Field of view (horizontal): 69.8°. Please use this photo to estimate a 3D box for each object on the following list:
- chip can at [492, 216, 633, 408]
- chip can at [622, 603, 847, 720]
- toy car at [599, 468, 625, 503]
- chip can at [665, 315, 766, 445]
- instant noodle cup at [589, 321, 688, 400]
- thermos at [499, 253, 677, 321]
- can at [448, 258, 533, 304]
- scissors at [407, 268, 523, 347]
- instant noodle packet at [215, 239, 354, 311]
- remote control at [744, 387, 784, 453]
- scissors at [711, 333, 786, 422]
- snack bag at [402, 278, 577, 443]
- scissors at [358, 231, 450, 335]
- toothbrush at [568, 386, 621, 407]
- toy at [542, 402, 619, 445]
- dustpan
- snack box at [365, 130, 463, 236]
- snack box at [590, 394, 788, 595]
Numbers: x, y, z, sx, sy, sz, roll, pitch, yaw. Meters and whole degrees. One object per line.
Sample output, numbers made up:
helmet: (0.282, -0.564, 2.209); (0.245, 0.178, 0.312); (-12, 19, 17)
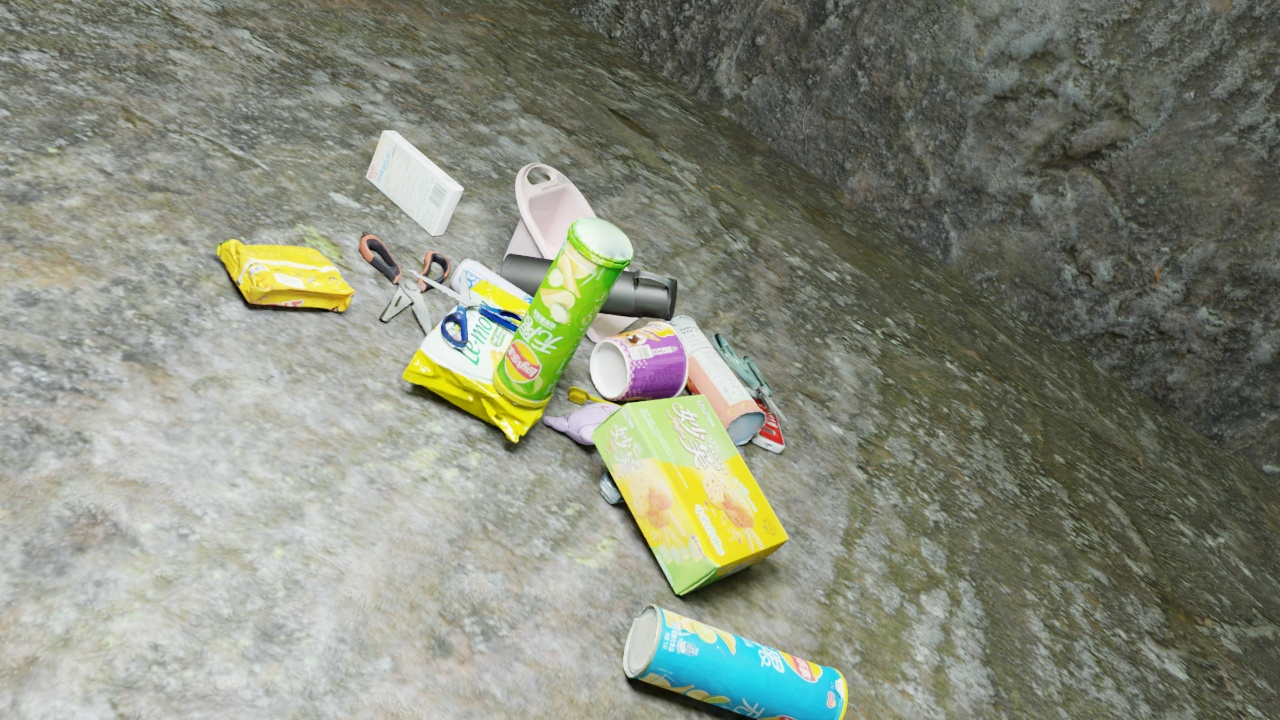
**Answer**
chip can: (-0.084, -0.049, 0.973); (0.072, 0.222, 0.072); (23, 33, -16)
chip can: (0.092, 0.300, 0.878); (0.210, 0.071, 0.071); (24, 28, -16)
toy car: (-0.010, 0.144, 1.076); (0.043, 0.034, 0.090); (43, 28, 26)
chip can: (0.101, 0.027, 1.351); (0.071, 0.071, 0.214); (7, 36, -40)
instant noodle cup: (-0.007, 0.007, 1.243); (0.099, 0.112, 0.111); (-10, 47, -40)
thermos: (-0.072, -0.108, 1.276); (0.243, 0.090, 0.068); (8, 58, 9)
can: (-0.191, -0.083, 1.247); (0.134, 0.053, 0.053); (33, 27, 2)
scissors: (-0.204, -0.062, 1.092); (0.173, 0.012, 0.162); (28, 29, -5)
instant noodle packet: (-0.407, -0.096, 1.053); (0.128, 0.044, 0.111); (3, 32, -50)
remote control: (0.185, 0.089, 1.392); (0.056, 0.020, 0.135); (23, 28, -15)
scissors: (0.172, 0.025, 1.412); (0.170, 0.019, 0.181); (50, 12, 5)
snack bag: (-0.172, -0.001, 1.112); (0.158, 0.068, 0.245); (30, 28, -4)
scissors: (-0.306, -0.106, 1.210); (0.226, 0.015, 0.188); (44, 29, 21)
toothbrush: (-0.007, 0.074, 1.205); (0.190, 0.016, 0.016); (21, 34, -12)
toy: (-0.060, 0.076, 1.135); (0.084, 0.039, 0.107); (20, 22, 25)
dustpan: (-0.091, -0.173, 1.413); (0.273, 0.139, 0.222); (34, 26, 5)
snack box: (-0.338, -0.264, 1.365); (0.157, 0.085, 0.026); (41, 29, 17)
snack box: (0.058, 0.145, 1.049); (0.157, 0.070, 0.210); (-4, 59, -52)
